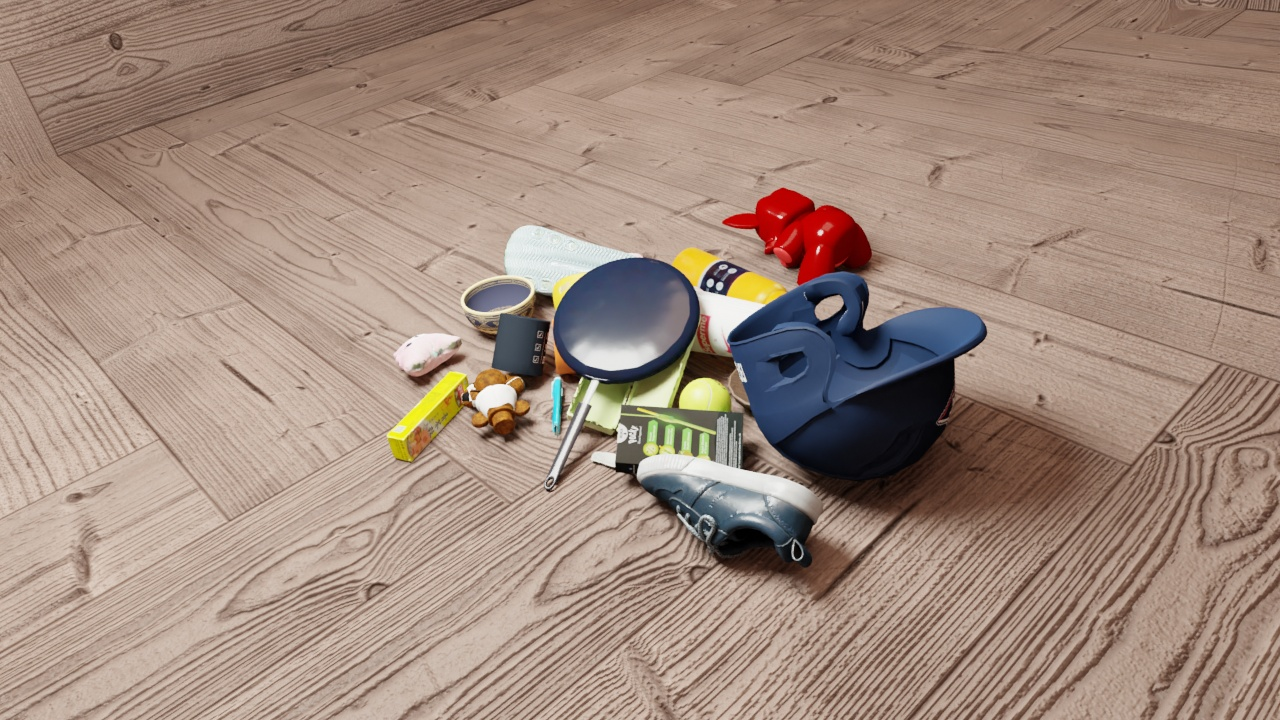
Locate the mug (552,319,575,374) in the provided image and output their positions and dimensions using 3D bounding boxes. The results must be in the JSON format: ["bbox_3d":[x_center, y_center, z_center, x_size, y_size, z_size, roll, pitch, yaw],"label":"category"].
[{"bbox_3d":[-0.073,-0.023,1.296,0.096,0.077,0.112,-5,0,-5],"label":"mug"}]

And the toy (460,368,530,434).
[{"bbox_3d":[-0.192,0.055,1.218,0.087,0.067,0.112,-16,44,-11],"label":"toy"}]

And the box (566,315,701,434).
[{"bbox_3d":[-0.006,0.011,1.197,0.141,0.047,0.187,7,60,22],"label":"box"}]

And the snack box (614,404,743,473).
[{"bbox_3d":[0.047,0.098,1.093,0.147,0.025,0.080,4,56,3],"label":"snack box"}]

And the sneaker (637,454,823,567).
[{"bbox_3d":[0.085,0.163,0.984,0.236,0.089,0.087,7,63,42],"label":"sneaker"}]

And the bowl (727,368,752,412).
[{"bbox_3d":[0.173,0.038,1.188,0.118,0.030,0.117,-6,34,4],"label":"bowl"}]

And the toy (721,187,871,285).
[{"bbox_3d":[0.250,-0.199,1.439,0.158,0.121,0.197,-34,52,-29],"label":"toy"}]

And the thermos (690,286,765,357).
[{"bbox_3d":[0.110,-0.050,1.244,0.221,0.099,0.099,13,38,43],"label":"thermos"}]

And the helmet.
[{"bbox_3d":[0.252,0.020,1.021,0.273,0.223,0.231,-25,10,29],"label":"helmet"}]

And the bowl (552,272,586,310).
[{"bbox_3d":[-0.070,-0.076,1.347,0.117,0.117,0.067,-4,70,5],"label":"bowl"}]

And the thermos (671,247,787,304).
[{"bbox_3d":[0.152,-0.100,1.353,0.091,0.076,0.233,-27,38,-30],"label":"thermos"}]

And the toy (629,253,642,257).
[{"bbox_3d":[-0.028,-0.148,1.486,0.110,0.047,0.063,4,36,27],"label":"toy"}]

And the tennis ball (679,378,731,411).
[{"bbox_3d":[0.082,0.055,1.153,0.065,0.065,0.065,-5,35,4],"label":"tennis ball"}]

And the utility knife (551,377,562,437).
[{"bbox_3d":[-0.111,0.066,1.220,0.015,0.022,0.123,-7,38,1],"label":"utility knife"}]

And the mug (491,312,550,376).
[{"bbox_3d":[-0.167,-0.023,1.298,0.071,0.077,0.105,10,3,-3],"label":"mug"}]

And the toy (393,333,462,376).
[{"bbox_3d":[-0.323,-0.011,1.345,0.096,0.053,0.098,7,32,42],"label":"toy"}]

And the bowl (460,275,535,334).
[{"bbox_3d":[-0.213,-0.076,1.405,0.112,0.061,0.112,-6,35,4],"label":"bowl"}]

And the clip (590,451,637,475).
[{"bbox_3d":[-0.006,0.117,1.125,0.102,0.040,0.054,15,60,28],"label":"clip"}]

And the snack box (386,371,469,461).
[{"bbox_3d":[-0.279,0.073,1.223,0.029,0.040,0.147,10,38,23],"label":"snack box"}]

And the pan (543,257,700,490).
[{"bbox_3d":[-0.049,0.007,1.175,0.199,0.021,0.355,12,62,22],"label":"pan"}]

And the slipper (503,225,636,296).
[{"bbox_3d":[-0.102,-0.141,1.453,0.245,0.074,0.104,13,83,13],"label":"slipper"}]
